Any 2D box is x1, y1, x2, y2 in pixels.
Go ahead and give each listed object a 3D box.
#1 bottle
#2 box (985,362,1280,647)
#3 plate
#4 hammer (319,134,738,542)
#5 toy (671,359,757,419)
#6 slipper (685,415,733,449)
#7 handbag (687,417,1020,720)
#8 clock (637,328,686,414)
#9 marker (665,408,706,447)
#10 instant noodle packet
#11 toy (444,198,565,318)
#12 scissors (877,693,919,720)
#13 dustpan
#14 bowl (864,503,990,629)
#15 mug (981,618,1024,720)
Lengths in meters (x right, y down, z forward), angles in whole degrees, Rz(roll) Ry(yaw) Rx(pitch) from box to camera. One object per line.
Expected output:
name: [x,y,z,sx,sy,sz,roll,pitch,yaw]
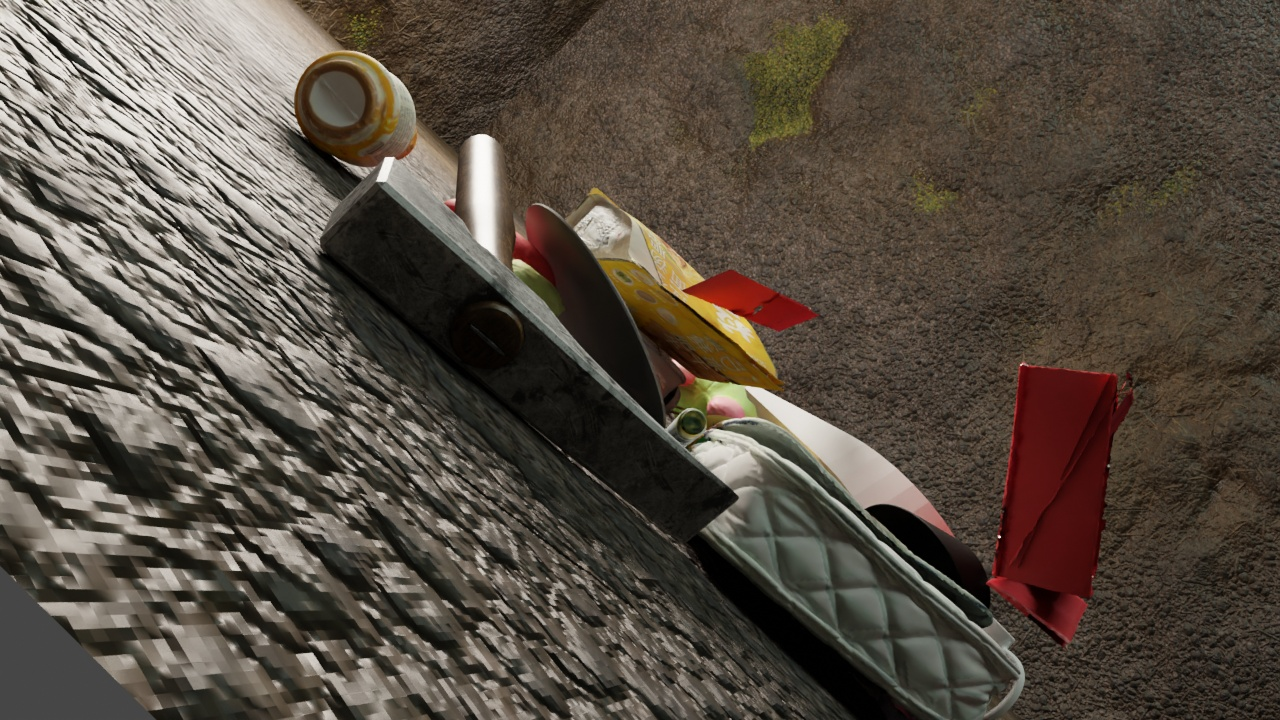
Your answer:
bottle: [-0.173,-0.154,0.583,0.063,0.063,0.108,45,3,0]
box: [0.353,0.159,0.556,0.374,0.148,0.212,47,14,26]
plate: [-0.029,-0.027,0.626,0.178,0.012,0.179,54,-17,24]
hammer: [-0.059,-0.050,0.508,0.217,0.037,0.300,43,12,-25]
toy: [0.096,0.067,1.066,0.192,0.096,0.237,49,-6,29]
slipper: [0.097,0.096,0.718,0.099,0.078,0.263,43,5,-23]
handbag: [0.110,0.115,0.507,0.195,0.072,0.139,41,-4,-9]
clock: [-0.004,0.004,0.773,0.148,0.056,0.104,46,-6,-33]
marker: [0.020,0.047,0.542,0.017,0.017,0.147,45,-13,3]
instant noodle packet: [0.023,-0.053,0.763,0.163,0.084,0.221,41,0,-25]
toy: [-0.097,-0.068,0.617,0.091,0.045,0.135,32,15,-46]
scissors: [0.192,0.244,0.559,0.175,0.013,0.170,42,-1,26]
dustpan: [0.170,0.151,0.790,0.258,0.053,0.192,31,-36,57]
bowl: [0.194,0.153,0.614,0.052,0.124,0.124,-7,31,-25]
mug: [0.278,0.260,0.798,0.074,0.090,0.110,42,4,-43]
